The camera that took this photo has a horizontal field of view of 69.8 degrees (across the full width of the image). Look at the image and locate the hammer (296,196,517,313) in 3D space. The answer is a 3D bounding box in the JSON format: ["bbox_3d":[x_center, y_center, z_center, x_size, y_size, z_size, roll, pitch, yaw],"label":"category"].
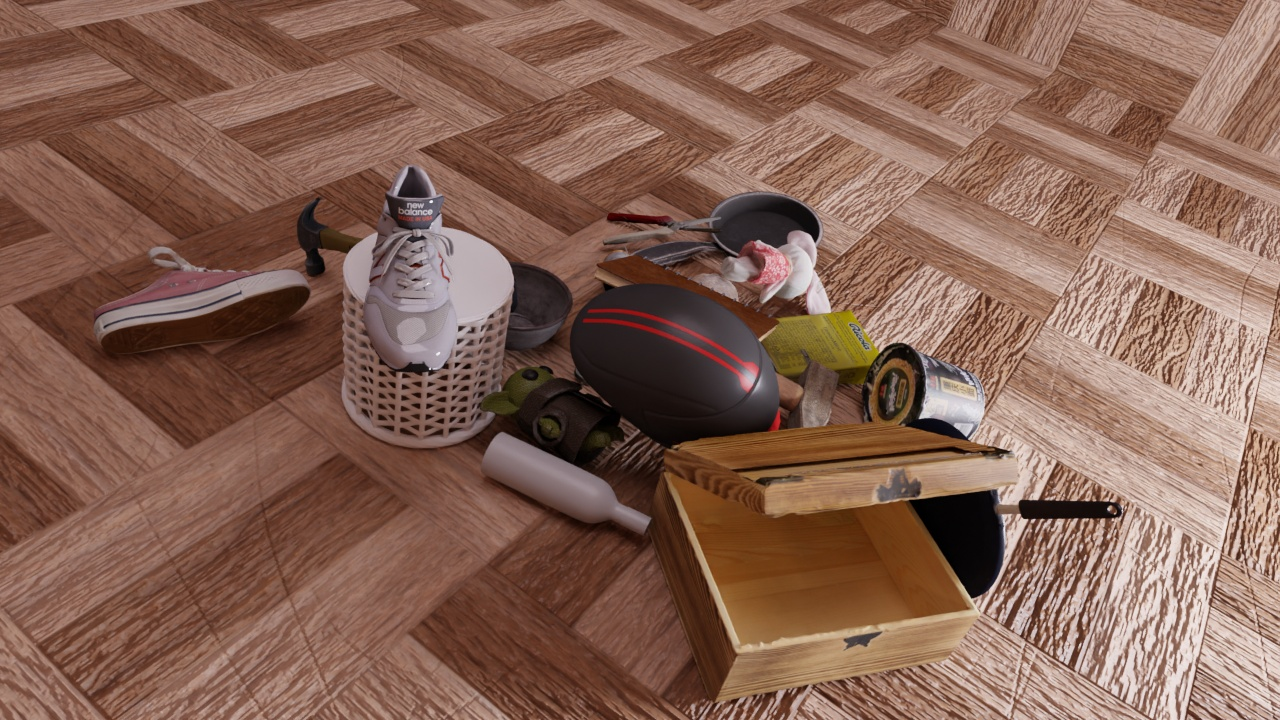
[{"bbox_3d":[-0.305,-0.128,1.172,0.333,0.118,0.025,17,39,20],"label":"hammer"}]

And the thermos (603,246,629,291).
[{"bbox_3d":[-0.015,-0.090,1.301,0.061,0.061,0.231,0,37,-16],"label":"thermos"}]

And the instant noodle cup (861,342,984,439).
[{"bbox_3d":[0.375,0.055,1.208,0.112,0.138,0.137,12,38,-20],"label":"instant noodle cup"}]

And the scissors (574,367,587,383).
[{"bbox_3d":[-0.019,0.005,1.231,0.168,0.013,0.157,-7,44,-26],"label":"scissors"}]

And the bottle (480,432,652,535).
[{"bbox_3d":[-0.079,0.143,1.017,0.195,0.053,0.052,24,40,11],"label":"bottle"}]

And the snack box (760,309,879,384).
[{"bbox_3d":[0.244,-0.013,1.309,0.180,0.045,0.121,-6,45,-19],"label":"snack box"}]

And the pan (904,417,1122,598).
[{"bbox_3d":[0.346,0.150,0.927,0.021,0.357,0.198,-9,84,-17],"label":"pan"}]

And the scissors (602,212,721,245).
[{"bbox_3d":[0.022,-0.212,1.464,0.195,0.015,0.178,26,44,37],"label":"scissors"}]

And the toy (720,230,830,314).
[{"bbox_3d":[0.209,-0.133,1.375,0.193,0.084,0.159,-1,69,-38],"label":"toy"}]

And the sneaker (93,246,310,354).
[{"bbox_3d":[-0.527,-0.078,1.105,0.240,0.118,0.087,-15,65,-23],"label":"sneaker"}]

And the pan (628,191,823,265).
[{"bbox_3d":[0.130,-0.190,1.479,0.356,0.055,0.187,-21,50,-19],"label":"pan"}]

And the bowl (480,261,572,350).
[{"bbox_3d":[-0.167,-0.063,1.223,0.145,0.067,0.144,8,40,-7],"label":"bowl"}]

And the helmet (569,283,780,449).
[{"bbox_3d":[0.046,0.006,1.034,0.265,0.170,0.164,25,71,6],"label":"helmet"}]

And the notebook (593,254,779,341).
[{"bbox_3d":[0.065,-0.080,1.209,0.225,0.024,0.167,26,18,13],"label":"notebook"}]

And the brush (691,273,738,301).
[{"bbox_3d":[0.085,-0.030,1.268,0.083,0.057,0.270,18,40,-4],"label":"brush"}]

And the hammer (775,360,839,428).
[{"bbox_3d":[0.104,0.004,1.167,0.301,0.037,0.157,29,42,-1],"label":"hammer"}]

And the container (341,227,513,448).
[{"bbox_3d":[-0.248,-0.029,1.063,0.189,0.187,0.189,8,40,-7],"label":"container"}]

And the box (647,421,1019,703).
[{"bbox_3d":[0.181,0.144,0.939,0.278,0.264,0.269,-4,41,-19],"label":"box"}]

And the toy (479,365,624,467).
[{"bbox_3d":[-0.093,0.061,1.080,0.153,0.078,0.179,32,18,17],"label":"toy"}]

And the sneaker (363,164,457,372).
[{"bbox_3d":[-0.229,-0.105,0.910,0.088,0.124,0.239,-1,42,-18],"label":"sneaker"}]
